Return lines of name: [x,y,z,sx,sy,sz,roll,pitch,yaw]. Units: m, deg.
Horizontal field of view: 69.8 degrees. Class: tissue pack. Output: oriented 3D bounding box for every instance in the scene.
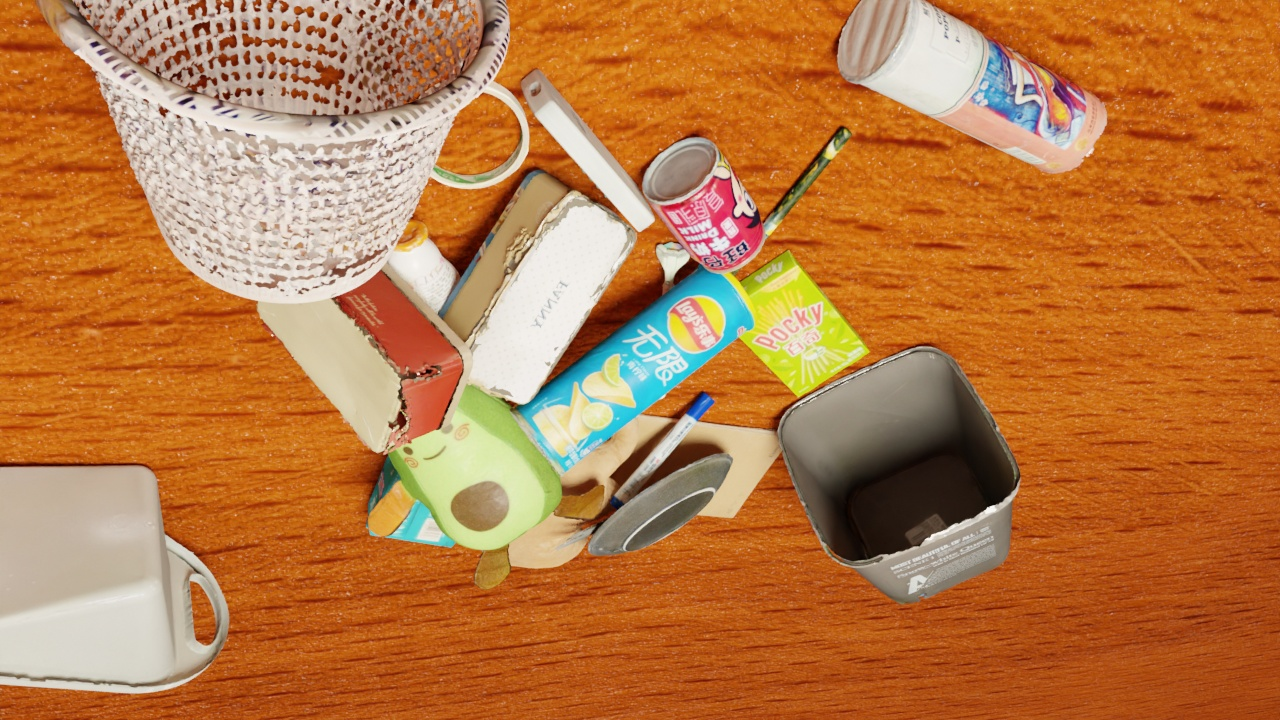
tissue pack: [-0.210,0.127,0.906,0.093,0.050,0.134,14,129,-25]

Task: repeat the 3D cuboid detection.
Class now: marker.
marker: [0.021,0.091,0.916,0.145,0.017,0.017,-49,133,-4]

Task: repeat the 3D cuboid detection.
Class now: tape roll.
tape roll: [-0.124,-0.163,0.663,0.085,0.013,0.086,-8,136,-8]

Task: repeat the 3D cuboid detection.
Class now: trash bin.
trash bin: [0.284,0.140,0.968,0.199,0.198,0.220,-26,141,11]
trash bin: [-0.206,-0.145,0.534,0.227,0.227,0.193,4,146,-20]

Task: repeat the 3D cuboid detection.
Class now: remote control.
remote control: [-0.037,-0.150,0.670,0.019,0.056,0.135,-36,134,12]

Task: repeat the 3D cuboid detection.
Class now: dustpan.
dustpan: [-0.492,0.196,0.781,0.257,0.222,0.143,-4,124,-27]

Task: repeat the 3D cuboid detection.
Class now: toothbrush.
toothbrush: [0.112,-0.122,0.773,0.017,0.012,0.186,25,124,-22]
toothbrush: [0.023,-0.030,0.838,0.029,0.020,0.190,11,136,7]

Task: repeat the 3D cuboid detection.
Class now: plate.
plate: [0.026,0.158,0.953,0.179,0.024,0.180,-29,160,-12]

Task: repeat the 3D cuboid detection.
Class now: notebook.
notebook: [0.040,0.118,0.998,0.211,0.012,0.150,9,132,-23]

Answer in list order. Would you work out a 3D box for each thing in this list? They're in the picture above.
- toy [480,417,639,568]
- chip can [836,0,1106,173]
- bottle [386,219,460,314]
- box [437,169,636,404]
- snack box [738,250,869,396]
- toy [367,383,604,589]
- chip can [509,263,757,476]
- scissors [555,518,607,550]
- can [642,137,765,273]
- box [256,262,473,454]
toy: [-0.085,0.133,0.928,0.143,0.082,0.227,7,134,-36]
chip can: [0.251,-0.205,0.686,0.214,0.071,0.071,14,129,-28]
bottle: [-0.172,-0.058,0.720,0.063,0.063,0.108,-11,136,-5]
box: [-0.088,-0.049,0.707,0.089,0.061,0.184,30,100,-46]
snack box: [0.144,-0.031,0.865,0.086,0.026,0.156,-34,133,17]
toy: [-0.145,0.096,0.814,0.227,0.090,0.247,-35,118,4]
chip can: [-0.005,0.004,0.760,0.210,0.071,0.071,-37,137,-10]
scissors: [-0.019,0.156,0.942,0.146,0.014,0.172,-36,162,-2]
can: [0.052,-0.119,0.719,0.067,0.066,0.094,-30,135,14]
box: [-0.211,-0.016,0.667,0.080,0.168,0.092,-24,151,-47]
